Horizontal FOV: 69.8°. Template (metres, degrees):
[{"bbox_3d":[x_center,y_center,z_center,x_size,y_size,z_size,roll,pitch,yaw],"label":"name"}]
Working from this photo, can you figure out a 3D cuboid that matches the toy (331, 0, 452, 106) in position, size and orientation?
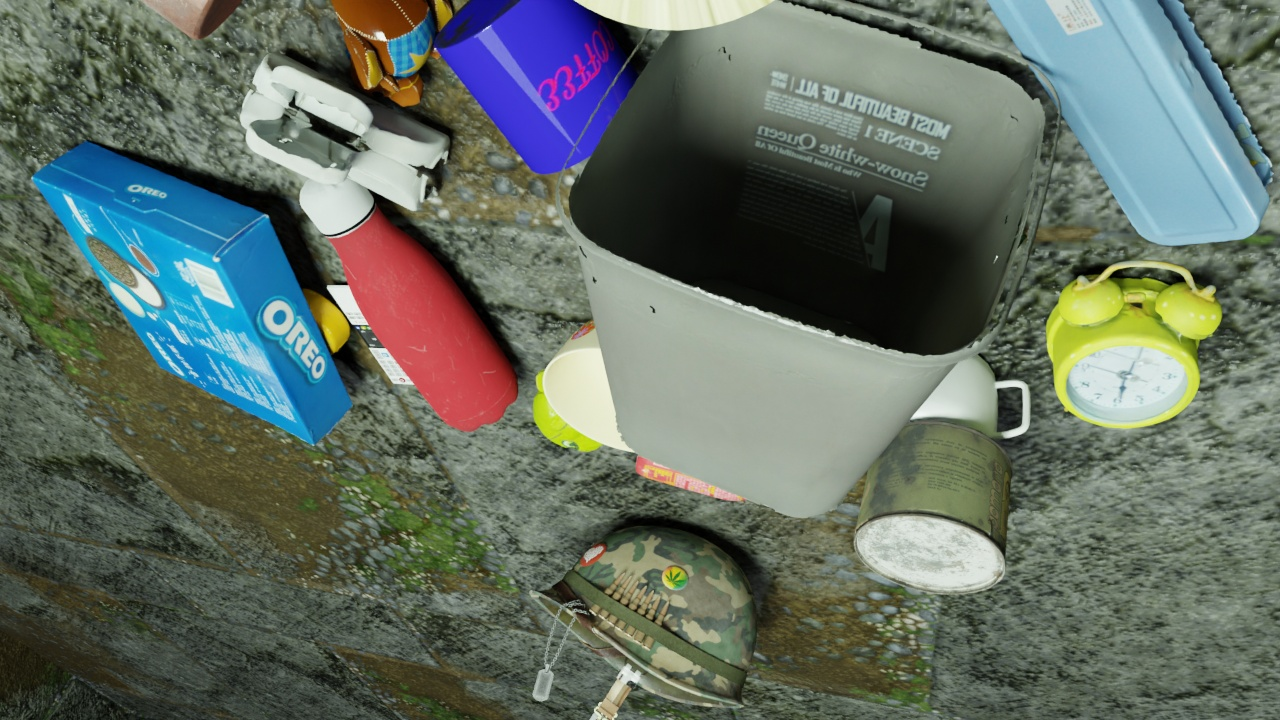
[{"bbox_3d":[-0.162,-0.196,0.527,0.103,0.070,0.090,43,156,-7],"label":"toy"}]

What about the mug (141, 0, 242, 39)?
[{"bbox_3d":[-0.252,-0.229,0.465,0.110,0.122,0.096,31,113,-21],"label":"mug"}]

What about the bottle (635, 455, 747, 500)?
[{"bbox_3d":[0.069,0.083,0.753,0.137,0.061,0.062,14,143,6],"label":"bottle"}]

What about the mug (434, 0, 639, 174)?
[{"bbox_3d":[-0.062,-0.161,0.504,0.111,0.079,0.083,20,155,52],"label":"mug"}]

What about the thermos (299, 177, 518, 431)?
[{"bbox_3d":[-0.174,-0.044,0.696,0.073,0.073,0.240,-2,137,27],"label":"thermos"}]

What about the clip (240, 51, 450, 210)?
[{"bbox_3d":[-0.184,-0.148,0.567,0.125,0.089,0.151,24,179,-7],"label":"clip"}]

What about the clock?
[{"bbox_3d":[0.284,-0.014,0.537,0.083,0.056,0.119,6,135,18],"label":"clock"}]

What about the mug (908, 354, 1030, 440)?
[{"bbox_3d":[0.204,0.037,0.625,0.116,0.067,0.094,-8,135,32],"label":"mug"}]

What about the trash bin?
[{"bbox_3d":[0.076,-0.039,0.495,0.197,0.197,0.220,21,150,12],"label":"trash bin"}]

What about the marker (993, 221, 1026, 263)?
[{"bbox_3d":[0.185,-0.017,0.556,0.017,0.017,0.147,25,115,-6],"label":"marker"}]

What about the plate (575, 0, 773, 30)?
[{"bbox_3d":[0.006,-0.226,0.370,0.184,0.036,0.185,9,124,13],"label":"plate"}]

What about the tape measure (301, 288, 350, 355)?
[{"bbox_3d":[-0.279,-0.035,0.787,0.059,0.030,0.068,1,135,36],"label":"tape measure"}]

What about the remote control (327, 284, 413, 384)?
[{"bbox_3d":[-0.230,-0.023,0.799,0.028,0.011,0.124,3,140,22],"label":"remote control"}]

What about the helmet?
[{"bbox_3d":[-0.005,0.274,0.880,0.224,0.235,0.193,14,158,3],"label":"helmet"}]

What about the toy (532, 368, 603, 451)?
[{"bbox_3d":[-0.057,0.041,0.781,0.094,0.036,0.094,42,132,-23],"label":"toy"}]

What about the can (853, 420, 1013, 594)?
[{"bbox_3d":[0.187,0.093,0.584,0.090,0.074,0.090,14,142,11],"label":"can"}]

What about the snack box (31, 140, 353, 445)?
[{"bbox_3d":[-0.360,-0.048,0.762,0.196,0.056,0.239,22,145,18],"label":"snack box"}]

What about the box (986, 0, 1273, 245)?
[{"bbox_3d":[0.231,-0.140,0.436,0.210,0.052,0.067,43,159,-24],"label":"box"}]

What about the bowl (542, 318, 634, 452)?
[{"bbox_3d":[-0.004,0.004,0.676,0.118,0.073,0.118,13,142,10],"label":"bowl"}]
